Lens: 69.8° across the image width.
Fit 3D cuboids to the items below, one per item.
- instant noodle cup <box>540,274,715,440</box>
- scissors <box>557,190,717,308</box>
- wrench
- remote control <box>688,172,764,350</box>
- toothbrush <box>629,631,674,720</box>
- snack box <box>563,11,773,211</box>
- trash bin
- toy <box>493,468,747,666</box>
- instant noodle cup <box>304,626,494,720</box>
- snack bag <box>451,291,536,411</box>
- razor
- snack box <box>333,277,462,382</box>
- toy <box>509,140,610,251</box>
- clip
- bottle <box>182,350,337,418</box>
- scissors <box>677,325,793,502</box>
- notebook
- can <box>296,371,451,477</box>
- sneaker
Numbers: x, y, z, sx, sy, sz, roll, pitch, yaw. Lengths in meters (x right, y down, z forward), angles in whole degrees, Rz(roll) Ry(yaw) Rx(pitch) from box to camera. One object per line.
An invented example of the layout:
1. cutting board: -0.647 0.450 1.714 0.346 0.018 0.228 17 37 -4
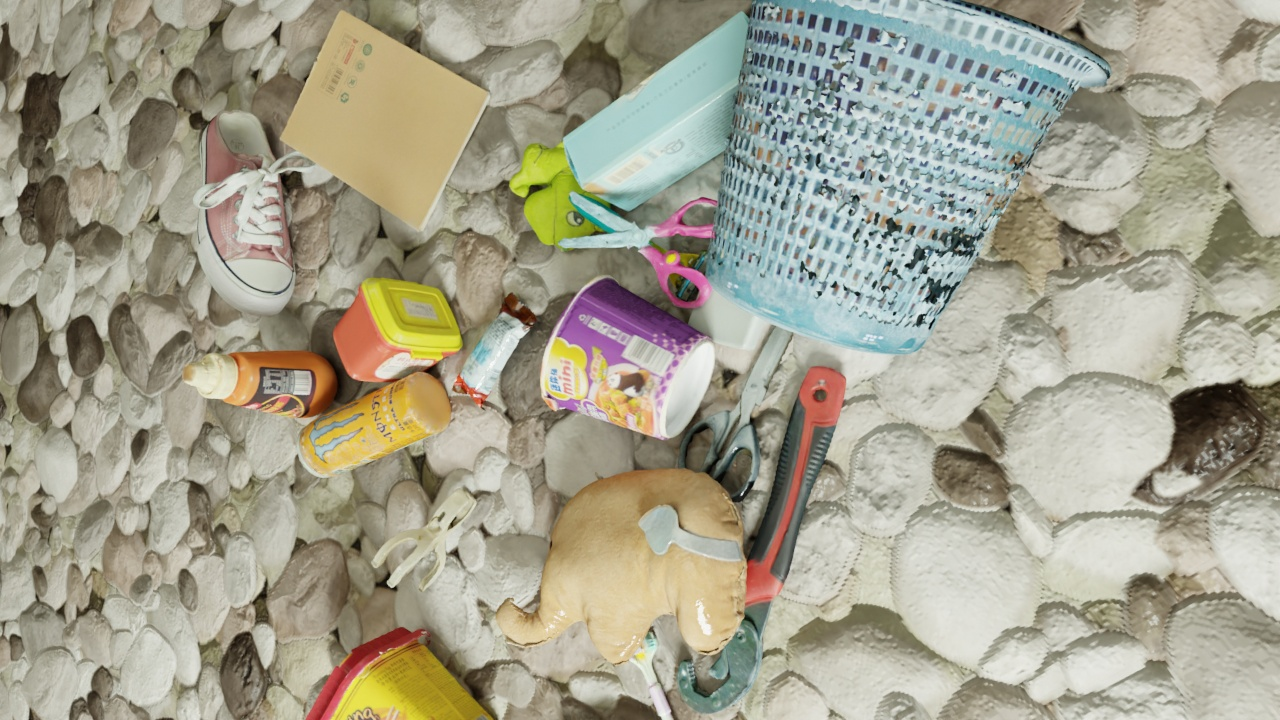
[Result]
1. instant noodle cup: -0.004 0.004 0.693 0.099 0.111 0.111 24 96 19
2. scissors: 0.006 -0.100 0.697 0.135 0.017 0.108 34 96 4
3. wrench: 0.093 0.135 0.669 0.056 0.016 0.273 24 97 29
4. remote control: 0.084 -0.084 0.694 0.058 0.021 0.150 23 95 37
5. toothbrush: 0.033 0.297 0.682 0.189 0.029 0.020 66 156 17
6. snack box: 0.031 -0.186 0.707 0.175 0.074 0.051 -29 72 23
7. trash bin: 0.138 -0.118 0.577 0.227 0.226 0.195 28 110 29
8. toy: -0.019 0.155 0.692 0.227 0.082 0.143 -20 61 36
9. instant noodle cup: -0.196 0.306 0.764 0.124 0.116 0.116 34 100 16
10. snack bag: -0.129 -0.007 0.804 0.045 0.026 0.105 41 103 36
11. razor: -0.004 -0.098 0.736 0.132 0.028 0.043 34 98 17
12. snack box: -0.220 -0.022 0.822 0.080 0.091 0.082 -40 66 27
13. toy: -0.069 -0.139 0.782 0.097 0.031 0.100 -1 81 21
14. clip: -0.186 0.165 0.818 0.102 0.095 0.035 -39 59 -23
15. bottle: -0.357 0.019 0.858 0.067 0.149 0.066 -4 83 29
16. scissors: 0.093 0.027 0.686 0.176 0.014 0.132 -33 68 19
17. notebook: -0.255 -0.237 0.897 0.208 0.008 0.148 33 100 21
18. can: -0.245 0.061 0.843 0.146 0.058 0.058 -23 74 25
19. sneaker: -0.395 -0.164 0.931 0.088 0.118 0.240 -36 61 43
